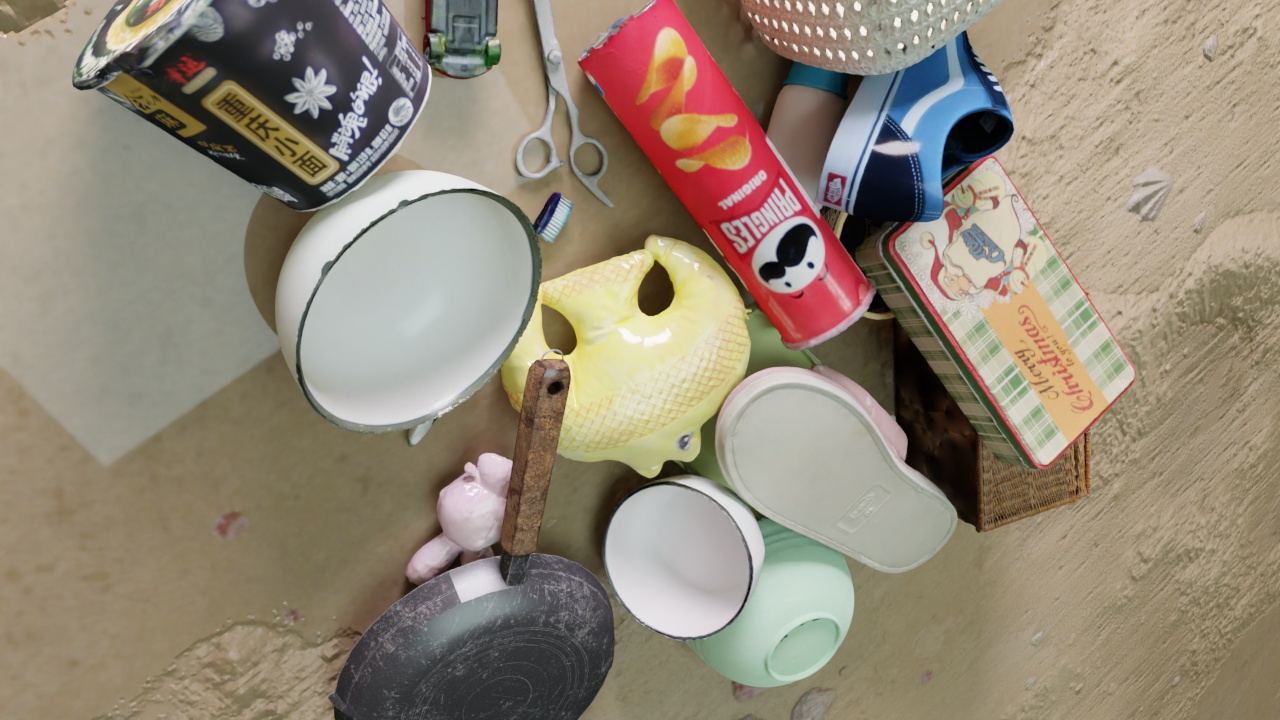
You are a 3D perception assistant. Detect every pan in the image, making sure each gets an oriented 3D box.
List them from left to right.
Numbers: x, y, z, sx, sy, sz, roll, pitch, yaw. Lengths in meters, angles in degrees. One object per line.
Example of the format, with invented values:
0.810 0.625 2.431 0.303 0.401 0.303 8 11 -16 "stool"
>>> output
-0.087 0.156 0.600 0.207 0.040 0.358 -2 121 -30 "pan"

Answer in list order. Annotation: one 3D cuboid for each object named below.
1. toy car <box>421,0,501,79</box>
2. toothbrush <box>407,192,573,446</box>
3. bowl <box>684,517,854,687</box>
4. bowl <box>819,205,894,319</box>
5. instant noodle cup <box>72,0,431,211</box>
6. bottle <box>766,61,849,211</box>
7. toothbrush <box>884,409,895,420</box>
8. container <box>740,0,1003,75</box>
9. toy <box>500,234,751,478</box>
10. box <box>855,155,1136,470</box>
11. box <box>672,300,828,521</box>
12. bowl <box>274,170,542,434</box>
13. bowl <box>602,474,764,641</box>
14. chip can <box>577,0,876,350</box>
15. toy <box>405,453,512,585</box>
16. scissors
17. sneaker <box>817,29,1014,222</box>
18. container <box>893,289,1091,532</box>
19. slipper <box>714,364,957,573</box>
-0.101 -0.204 0.512 0.042 0.036 0.091 -8 109 -28 "toy car"
-0.097 -0.025 0.587 0.017 0.016 0.189 32 89 -30 "toothbrush"
0.111 0.204 0.732 0.150 0.077 0.151 -12 122 -20 "bowl"
0.169 -0.092 0.686 0.112 0.061 0.112 -10 111 -26 "bowl"
-0.174 -0.145 0.441 0.137 0.137 0.112 -51 131 -5 "instant noodle cup"
0.115 -0.162 0.639 0.051 0.051 0.146 7 103 -31 "bottle"
0.182 0.128 0.797 0.016 0.016 0.181 13 101 -33 "toothbrush"
0.160 -0.287 0.551 0.246 0.184 0.143 -38 131 -12 "container"
-0.004 0.004 0.607 0.170 0.064 0.155 -22 100 -1 "toy"
0.253 -0.033 0.646 0.117 0.050 0.205 -38 101 -11 "box"
0.091 0.047 0.701 0.141 0.044 0.187 -43 124 15 "box"
-0.136 -0.040 0.511 0.153 0.073 0.154 -34 146 -28 "bowl"
0.038 0.136 0.666 0.065 0.116 0.116 -17 120 -62 "bowl"
0.056 -0.116 0.579 0.073 0.073 0.233 -43 108 -10 "chip can"
-0.110 0.108 0.609 0.063 0.047 0.110 20 104 -29 "toy"
-0.044 -0.175 0.568 0.094 0.014 0.170 2 109 -28 "scissors"
0.199 -0.174 0.609 0.083 0.098 0.240 89 25 -54 "sneaker"
0.290 0.031 0.766 0.112 0.114 0.199 -17 112 -18 "container"
0.147 0.083 0.685 0.114 0.054 0.274 -44 127 11 "slipper"
